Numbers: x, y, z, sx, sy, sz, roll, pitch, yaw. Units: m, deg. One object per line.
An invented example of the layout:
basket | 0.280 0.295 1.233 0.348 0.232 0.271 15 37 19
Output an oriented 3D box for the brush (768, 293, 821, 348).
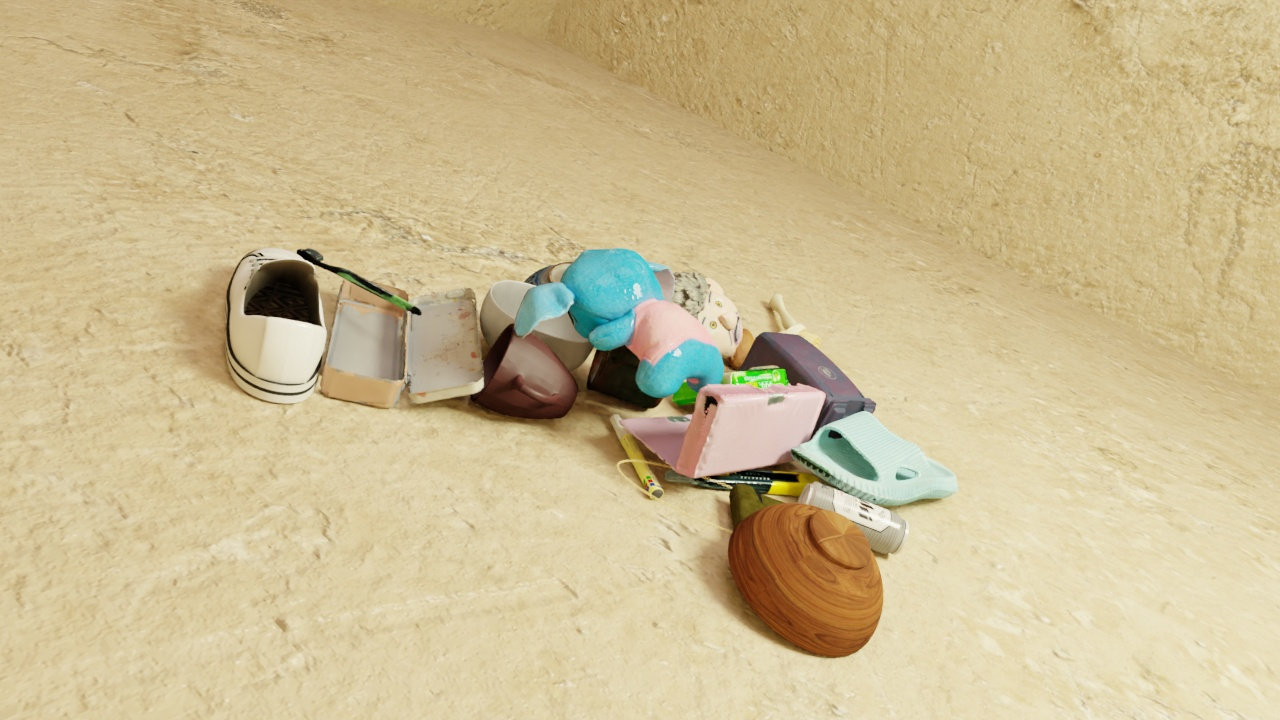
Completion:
brush | 0.228 -0.055 1.416 0.077 0.062 0.271 35 17 -10

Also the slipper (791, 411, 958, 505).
slipper | 0.281 0.111 1.036 0.275 0.069 0.116 9 22 -45

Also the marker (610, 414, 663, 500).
marker | -0.006 0.094 0.925 0.014 0.014 0.132 9 26 -27

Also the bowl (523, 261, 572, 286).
bowl | -0.085 -0.081 1.138 0.150 0.057 0.150 7 38 -6

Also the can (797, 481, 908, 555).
can | 0.215 0.161 0.934 0.106 0.044 0.044 22 23 0

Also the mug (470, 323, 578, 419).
mug | -0.106 0.024 0.904 0.088 0.087 0.114 29 4 -18

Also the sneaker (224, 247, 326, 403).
sneaker | -0.343 -0.065 0.873 0.091 0.097 0.245 11 26 -24

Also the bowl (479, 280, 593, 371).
bowl | -0.119 -0.029 1.026 0.132 0.064 0.131 23 22 -10

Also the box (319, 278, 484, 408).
box | -0.238 -0.024 0.933 0.157 0.063 0.216 -6 29 -10

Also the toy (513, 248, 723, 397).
toy | -0.010 -0.038 0.924 0.191 0.099 0.223 46 33 21

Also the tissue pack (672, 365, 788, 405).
tissue pack | 0.107 0.031 1.078 0.113 0.034 0.100 -2 -8 -44

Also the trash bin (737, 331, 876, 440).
trash bin | 0.200 0.043 1.129 0.093 0.092 0.161 3 33 -36

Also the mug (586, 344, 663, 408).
mug | -0.006 0.006 1.016 0.081 0.085 0.111 20 2 -9

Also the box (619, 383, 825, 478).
box | 0.088 0.056 0.970 0.115 0.099 0.232 27 16 32

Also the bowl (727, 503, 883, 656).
bowl | 0.156 0.172 0.790 0.147 0.069 0.147 22 33 -15

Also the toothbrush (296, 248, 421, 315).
toothbrush | -0.297 -0.085 0.970 0.188 0.014 0.017 25 34 25

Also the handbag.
handbag | 0.062 0.130 0.874 0.178 0.027 0.084 22 23 -9

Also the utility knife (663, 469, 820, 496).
utility knife | 0.106 0.125 0.953 0.197 0.020 0.029 7 26 -29

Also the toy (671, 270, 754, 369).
toy | 0.092 -0.048 1.225 0.176 0.076 0.132 30 64 -23
